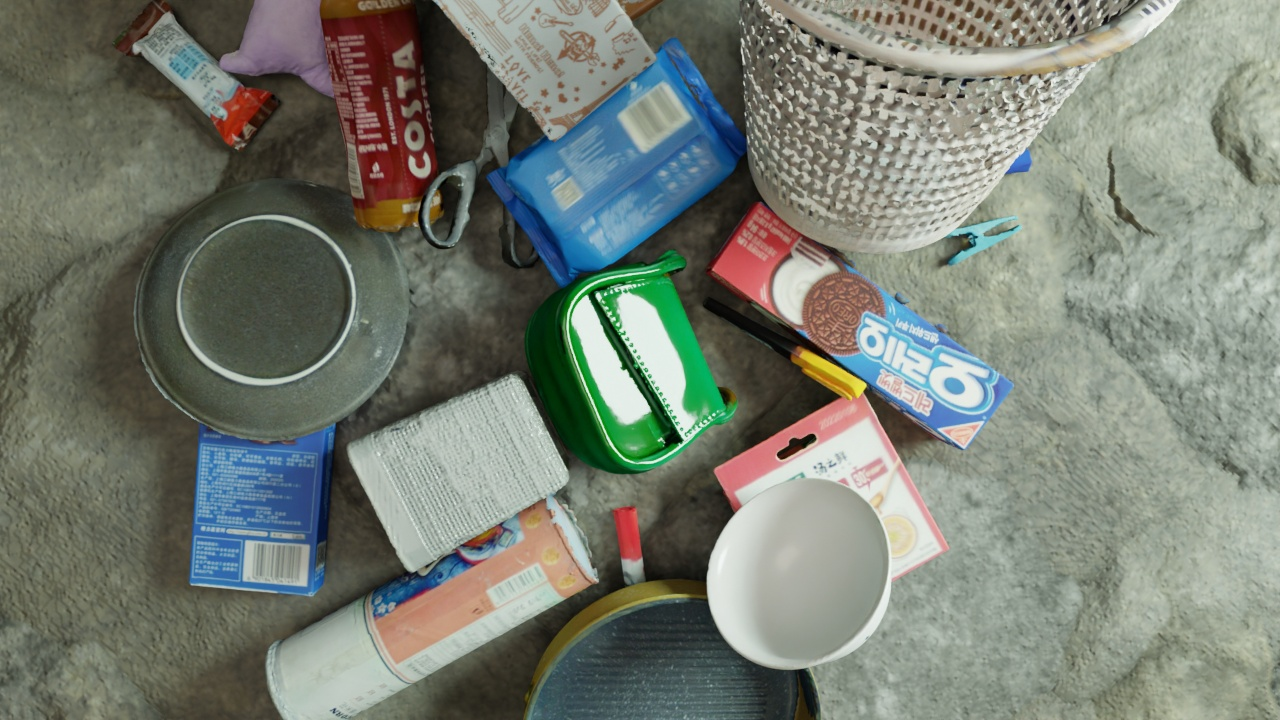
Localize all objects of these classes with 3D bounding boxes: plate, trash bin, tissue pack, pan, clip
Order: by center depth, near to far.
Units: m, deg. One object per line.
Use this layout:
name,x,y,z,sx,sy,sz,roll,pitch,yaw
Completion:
trash bin,0.144,-0.172,0.511,0.227,0.192,0.227,0,61,0
pan,-0.057,0.243,0.586,0.357,0.078,0.198,1,102,-8
tissue pack,-0.014,-0.126,0.596,0.157,0.052,0.095,-37,108,1
plate,-0.243,-0.038,0.601,0.179,0.024,0.179,1,80,-4
clip,0.233,-0.085,0.628,0.057,0.015,0.049,-22,91,2

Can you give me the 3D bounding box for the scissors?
scissors,-0.095,-0.141,0.600,0.170,0.014,0.159,-43,119,-30

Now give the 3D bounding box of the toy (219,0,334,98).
toy,-0.220,-0.231,0.601,0.083,0.039,0.108,14,90,-19

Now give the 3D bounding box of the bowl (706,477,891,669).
bowl,0.107,0.139,0.562,0.118,0.118,0.064,-45,131,2

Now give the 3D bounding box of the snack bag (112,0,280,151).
snack bag,-0.294,-0.190,0.608,0.104,0.026,0.048,39,85,-2

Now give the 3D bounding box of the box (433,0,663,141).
box,-0.029,-0.262,0.515,0.193,0.156,0.183,-34,121,14

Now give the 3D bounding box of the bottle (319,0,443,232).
bottle,-0.161,-0.171,0.569,0.057,0.057,0.175,-3,114,-1

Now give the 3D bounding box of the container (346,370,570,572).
container,-0.111,0.065,0.596,0.114,0.090,0.090,-26,94,-2

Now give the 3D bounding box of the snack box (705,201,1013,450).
snack box,0.143,-0.023,0.609,0.207,0.057,0.058,35,92,-2

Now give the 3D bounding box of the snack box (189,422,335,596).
snack box,-0.255,0.077,0.625,0.084,0.026,0.157,5,93,-2

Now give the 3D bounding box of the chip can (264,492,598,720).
chip can,-0.135,0.168,0.610,0.215,0.071,0.071,-29,93,1

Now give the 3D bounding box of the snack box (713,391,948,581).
snack box,0.125,0.097,0.622,0.113,0.044,0.127,-29,95,2

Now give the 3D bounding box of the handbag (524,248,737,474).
handbag,-0.004,0.003,0.595,0.120,0.068,0.131,-25,97,-26

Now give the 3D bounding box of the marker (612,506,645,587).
marker,-0.001,0.174,0.639,0.017,0.017,0.145,-8,93,0

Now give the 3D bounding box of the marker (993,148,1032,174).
marker,0.191,-0.124,0.623,0.146,0.017,0.017,-10,93,0

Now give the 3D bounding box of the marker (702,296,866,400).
marker,0.092,-0.010,0.606,0.124,0.018,0.015,33,83,23
